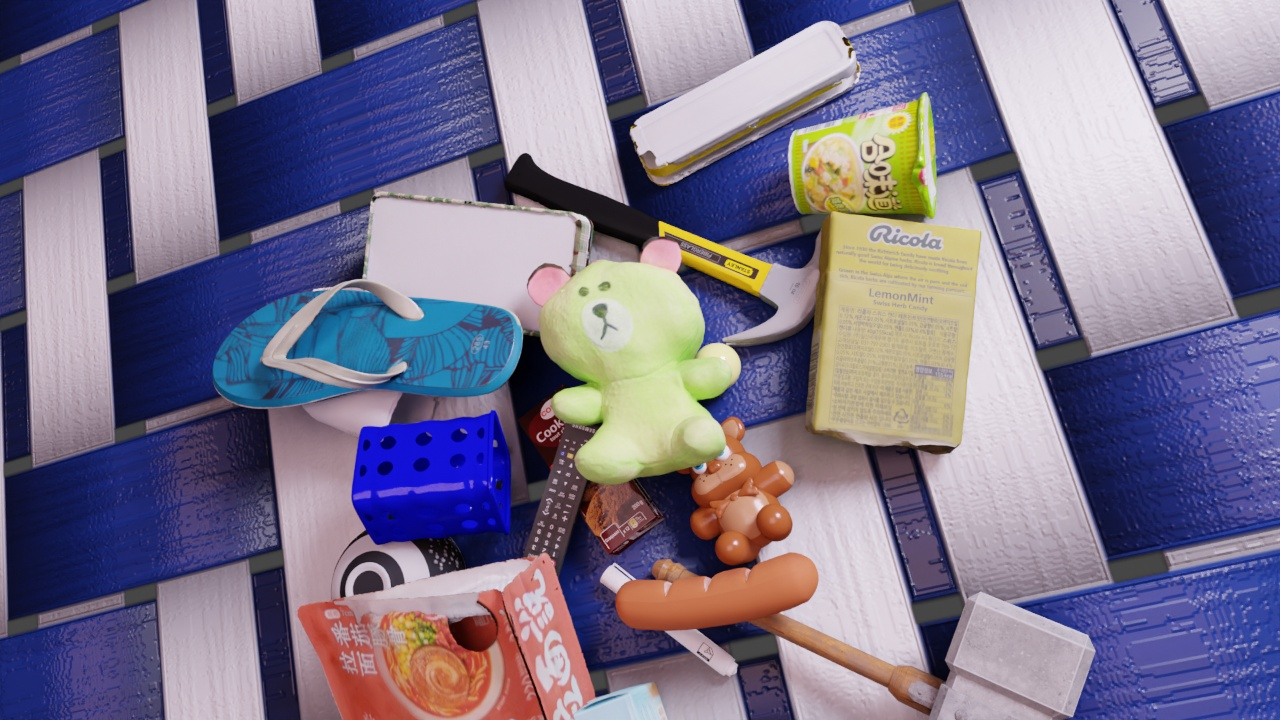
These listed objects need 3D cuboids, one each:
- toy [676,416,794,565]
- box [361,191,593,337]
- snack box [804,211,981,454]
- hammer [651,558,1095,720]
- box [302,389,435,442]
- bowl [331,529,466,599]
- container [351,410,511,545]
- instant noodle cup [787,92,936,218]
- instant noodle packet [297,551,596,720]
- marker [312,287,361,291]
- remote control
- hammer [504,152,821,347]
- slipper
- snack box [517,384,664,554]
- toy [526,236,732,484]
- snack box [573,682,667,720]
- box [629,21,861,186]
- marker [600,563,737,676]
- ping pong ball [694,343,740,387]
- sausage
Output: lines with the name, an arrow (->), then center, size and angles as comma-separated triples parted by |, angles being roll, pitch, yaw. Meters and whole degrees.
toy -> 0.070, 0.096, 0.736 | 0.095, 0.065, 0.127 | -34, 66, 12
box -> -0.147, -0.086, 0.827 | 0.206, 0.051, 0.117 | 7, 92, 13
snack box -> 0.197, -0.021, 0.725 | 0.121, 0.045, 0.180 | 7, 83, 1
hammer -> 0.145, 0.217, 0.688 | 0.318, 0.083, 0.162 | 19, 84, 27
box -> -0.215, 0.020, 0.827 | 0.156, 0.084, 0.125 | 22, 78, 18
bowl -> -0.218, 0.196, 0.793 | 0.120, 0.066, 0.120 | -4, 77, 15
container -> -0.172, 0.100, 0.769 | 0.113, 0.085, 0.085 | -6, 49, 0
instant noodle cup -> 0.182, -0.160, 0.749 | 0.108, 0.099, 0.098 | -2, 77, 24
instant noodle packet -> -0.162, 0.255, 0.741 | 0.221, 0.083, 0.164 | -12, 104, 21
marker -> -0.251, -0.068, 0.888 | 0.146, 0.017, 0.017 | -4, 77, 15
remote control -> -0.062, 0.111, 0.759 | 0.033, 0.015, 0.146 | 15, 82, 18
hammer -> 0.014, -0.111, 0.818 | 0.324, 0.029, 0.127 | 25, 86, 20
slipper -> -0.242, -0.020, 0.776 | 0.295, 0.060, 0.118 | 0, 60, 16
snack box -> -0.043, 0.093, 0.785 | 0.051, 0.031, 0.141 | -39, 71, 5
toy -> -0.004, 0.004, 0.736 | 0.150, 0.107, 0.196 | -16, 60, 12
snack box -> 0.008, 0.337, 0.693 | 0.053, 0.075, 0.174 | -25, 73, 8
box -> 0.092, -0.228, 0.821 | 0.210, 0.037, 0.064 | -27, 67, 9
marker -> 0.024, 0.211, 0.747 | 0.133, 0.017, 0.020 | 33, 87, 20
ping pong ball -> 0.064, 0.005, 0.769 | 0.040, 0.040, 0.040 | -4, 77, 15
sausage -> 0.055, 0.178, 0.693 | 0.165, 0.039, 0.044 | -16, 66, 25
